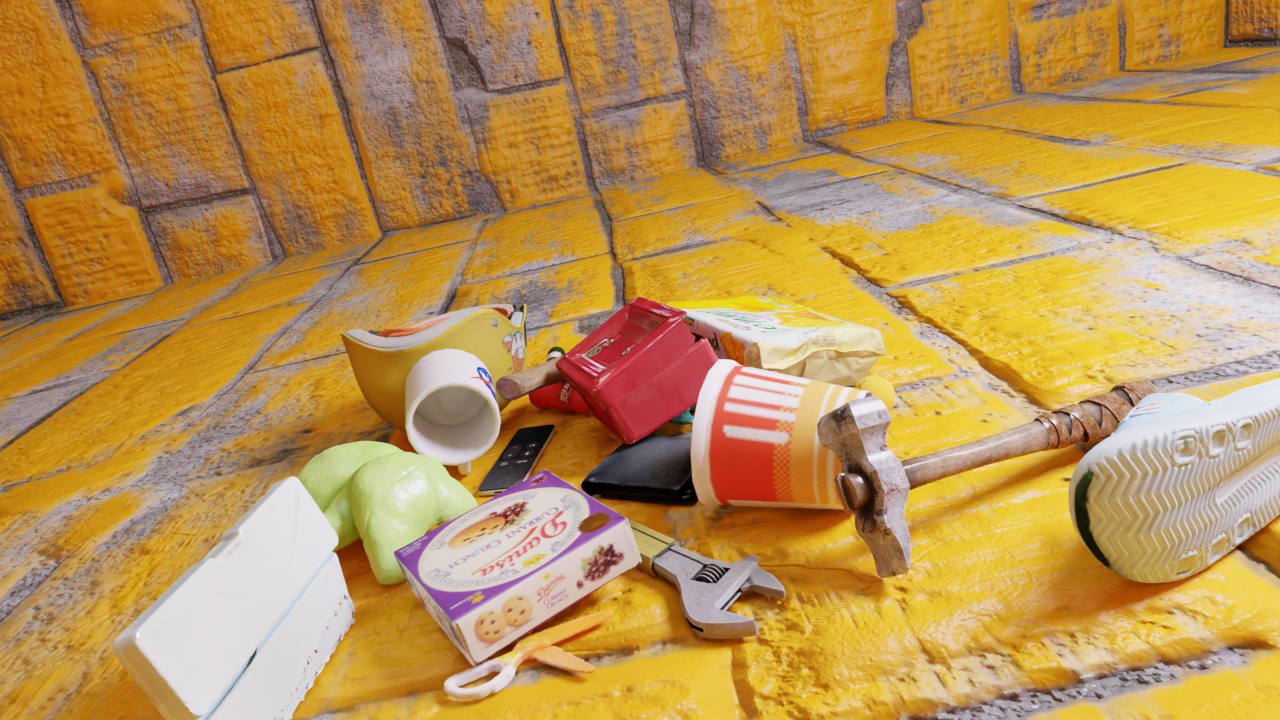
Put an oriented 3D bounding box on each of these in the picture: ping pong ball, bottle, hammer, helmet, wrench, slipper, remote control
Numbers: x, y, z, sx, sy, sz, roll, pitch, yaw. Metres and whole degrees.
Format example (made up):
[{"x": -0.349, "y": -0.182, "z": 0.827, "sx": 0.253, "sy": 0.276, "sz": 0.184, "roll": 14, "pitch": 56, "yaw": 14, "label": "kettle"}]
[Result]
[{"x": 0.222, "y": 0.035, "z": 0.874, "sx": 0.040, "sy": 0.040, "sz": 0.040, "roll": -11, "pitch": 19, "yaw": 4, "label": "ping pong ball"}, {"x": -0.077, "y": 0.042, "z": 1.054, "sx": 0.119, "sy": 0.036, "sz": 0.036, "roll": 4, "pitch": 25, "yaw": 39, "label": "bottle"}, {"x": -0.112, "y": 0.008, "z": 1.194, "sx": 0.025, "sy": 0.025, "sz": 0.106, "roll": -12, "pitch": 18, "yaw": 2, "label": "bottle"}, {"x": -0.063, "y": 0.000, "z": 1.081, "sx": 0.132, "sy": 0.040, "sz": 0.304, "roll": -2, "pitch": 10, "yaw": 28, "label": "hammer"}, {"x": 0.281, "y": 0.064, "z": 0.692, "sx": 0.318, "sy": 0.121, "sz": 0.049, "roll": -12, "pitch": -15, "yaw": -23, "label": "hammer"}, {"x": -0.224, "y": 0.013, "z": 1.085, "sx": 0.209, "sy": 0.139, "sz": 0.239, "roll": -9, "pitch": 6, "yaw": 11, "label": "helmet"}, {"x": 0.004, "y": 0.150, "z": 0.713, "sx": 0.083, "sy": 0.018, "sz": 0.274, "roll": -25, "pitch": 22, "yaw": -33, "label": "wrench"}, {"x": 0.362, "y": 0.068, "z": 0.602, "sx": 0.245, "sy": 0.104, "sz": 0.074, "roll": -15, "pitch": 16, "yaw": -26, "label": "slipper"}, {"x": -0.126, "y": 0.101, "z": 0.956, "sx": 0.045, "sy": 0.008, "sz": 0.146, "roll": -8, "pitch": 19, "yaw": 13, "label": "remote control"}]

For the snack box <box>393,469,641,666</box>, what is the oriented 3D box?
[{"x": -0.097, "y": 0.150, "z": 0.700, "sx": 0.143, "sy": 0.040, "sz": 0.148, "roll": -27, "pitch": 21, "yaw": -24, "label": "snack box"}]

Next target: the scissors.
[{"x": -0.081, "y": 0.201, "z": 0.633, "sx": 0.125, "sy": 0.011, "sz": 0.127, "roll": 3, "pitch": 26, "yaw": 42, "label": "scissors"}]

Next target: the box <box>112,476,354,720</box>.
[{"x": -0.253, "y": 0.177, "z": 0.616, "sx": 0.041, "sy": 0.134, "sz": 0.196, "roll": -19, "pitch": 17, "yaw": 15, "label": "box"}]

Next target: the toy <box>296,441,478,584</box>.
[{"x": -0.247, "y": 0.122, "z": 0.839, "sx": 0.197, "sy": 0.107, "sz": 0.149, "roll": 13, "pitch": 32, "yaw": 36, "label": "toy"}]

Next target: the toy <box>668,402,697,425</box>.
[{"x": 0.057, "y": 0.042, "z": 0.978, "sx": 0.105, "sy": 0.033, "sz": 0.085, "roll": -23, "pitch": 29, "yaw": -38, "label": "toy"}]

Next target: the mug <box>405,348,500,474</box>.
[{"x": -0.191, "y": 0.060, "z": 0.942, "sx": 0.091, "sy": 0.121, "sz": 0.090, "roll": -10, "pitch": 24, "yaw": -10, "label": "mug"}]

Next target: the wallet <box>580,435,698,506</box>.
[{"x": 0.014, "y": 0.099, "z": 0.846, "sx": 0.115, "sy": 0.026, "sz": 0.089, "roll": -1, "pitch": 23, "yaw": 32, "label": "wallet"}]

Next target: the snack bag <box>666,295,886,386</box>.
[{"x": 0.136, "y": -0.021, "z": 1.016, "sx": 0.159, "sy": 0.068, "sz": 0.247, "roll": -7, "pitch": 16, "yaw": -23, "label": "snack bag"}]

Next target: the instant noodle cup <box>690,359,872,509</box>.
[{"x": 0.120, "y": 0.066, "z": 0.745, "sx": 0.121, "sy": 0.123, "sz": 0.123, "roll": 5, "pitch": 24, "yaw": 24, "label": "instant noodle cup"}]

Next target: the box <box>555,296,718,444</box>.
[{"x": -0.002, "y": 0.010, "z": 0.932, "sx": 0.129, "sy": 0.092, "sz": 0.158, "roll": -34, "pitch": 19, "yaw": -8, "label": "box"}]
